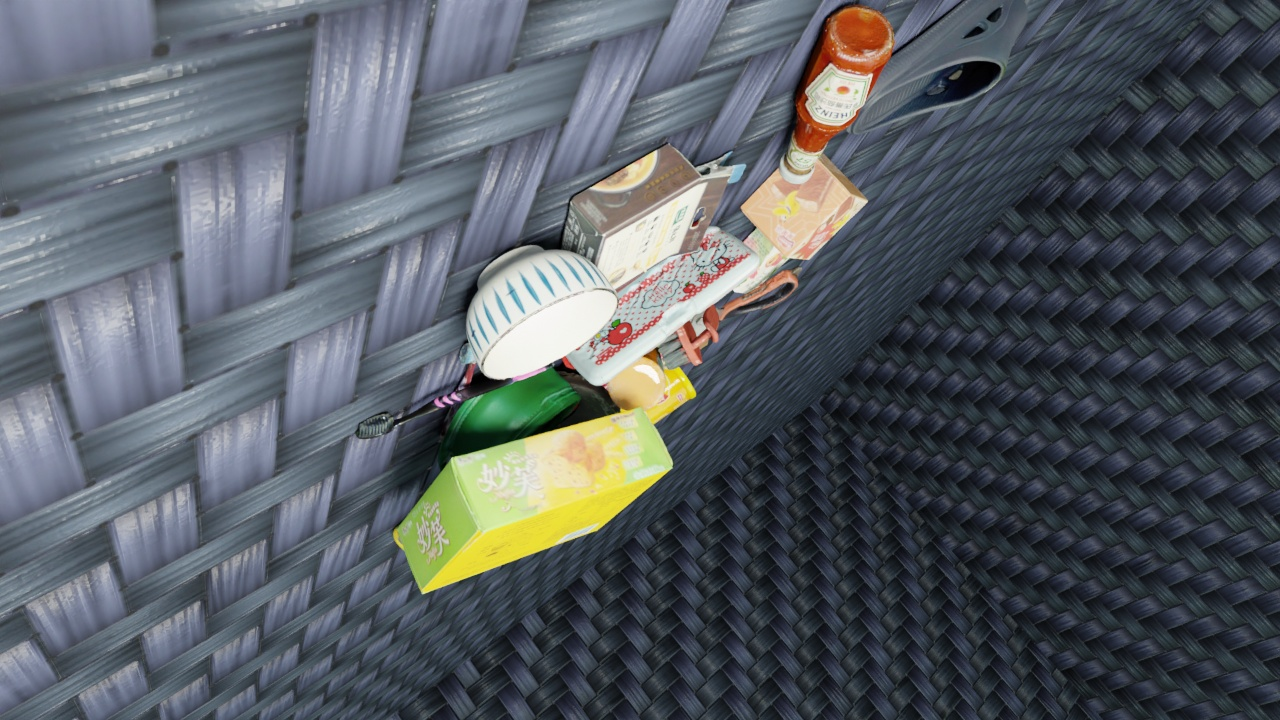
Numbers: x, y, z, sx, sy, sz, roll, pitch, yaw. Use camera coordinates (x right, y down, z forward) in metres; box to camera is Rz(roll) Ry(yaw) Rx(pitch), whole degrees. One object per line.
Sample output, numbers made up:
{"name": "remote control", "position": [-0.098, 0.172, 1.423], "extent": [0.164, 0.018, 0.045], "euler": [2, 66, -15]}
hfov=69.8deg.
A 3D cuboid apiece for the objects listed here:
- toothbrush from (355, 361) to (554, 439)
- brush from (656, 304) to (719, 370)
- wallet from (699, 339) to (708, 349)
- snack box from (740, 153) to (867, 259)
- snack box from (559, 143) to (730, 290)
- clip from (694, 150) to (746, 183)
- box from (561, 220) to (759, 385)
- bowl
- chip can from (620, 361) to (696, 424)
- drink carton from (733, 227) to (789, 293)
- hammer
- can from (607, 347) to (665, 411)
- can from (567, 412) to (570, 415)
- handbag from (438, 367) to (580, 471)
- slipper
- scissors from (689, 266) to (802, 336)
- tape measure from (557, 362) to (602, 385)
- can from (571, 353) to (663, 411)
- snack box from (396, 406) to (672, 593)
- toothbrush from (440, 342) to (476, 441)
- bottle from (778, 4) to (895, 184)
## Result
{"name": "toothbrush", "position": [-0.156, 0.030, 0.798], "extent": [0.188, 0.014, 0.018], "euler": [-21, 150, -28]}
{"name": "brush", "position": [0.050, -0.036, 0.977], "extent": [0.069, 0.063, 0.145], "euler": [-26, -163, 8]}
{"name": "wallet", "position": [0.049, -0.017, 1.262], "extent": [0.115, 0.020, 0.101], "euler": [-35, 164, -10]}
{"name": "snack box", "position": [0.178, -0.169, 0.993], "extent": [0.094, 0.077, 0.092], "euler": [-45, 166, 21]}
{"name": "snack box", "position": [-0.002, -0.109, 0.746], "extent": [0.125, 0.053, 0.113], "euler": [-35, 165, -25]}
{"name": "clip", "position": [0.064, -0.167, 0.817], "extent": [0.058, 0.043, 0.027], "euler": [-27, 163, -33]}
{"name": "box", "position": [0.007, -0.059, 0.897], "extent": [0.201, 0.074, 0.154], "euler": [-38, -164, -8]}
{"name": "bowl", "position": [-0.082, -0.044, 0.691], "extent": [0.116, 0.066, 0.116], "euler": [-29, 164, -9]}
{"name": "chip can", "position": [-0.032, 0.078, 1.199], "extent": [0.213, 0.072, 0.072], "euler": [-36, 166, -4]}
{"name": "drink carton", "position": [0.152, -0.136, 1.094], "extent": [0.123, 0.045, 0.053], "euler": [-47, 156, 23]}
{"name": "hammer", "position": [-0.155, 0.122, 1.002], "extent": [0.324, 0.126, 0.031], "euler": [-35, -170, 23]}
{"name": "can", "position": [-0.006, 0.006, 0.961], "extent": [0.058, 0.058, 0.146], "euler": [-43, -168, 9]}
{"name": "can", "position": [-0.107, 0.105, 1.050], "extent": [0.083, 0.102, 0.057], "euler": [-46, 166, 32]}
{"name": "handbag", "position": [-0.125, 0.062, 0.882], "extent": [0.120, 0.068, 0.131], "euler": [-53, 172, 31]}
{"name": "slipper", "position": [0.324, -0.301, 0.961], "extent": [0.267, 0.083, 0.111], "euler": [-35, 168, -15]}
{"name": "scissors", "position": [0.088, -0.062, 1.092], "extent": [0.188, 0.015, 0.226], "euler": [-5, 145, -16]}
{"name": "tape measure", "position": [-0.065, 0.014, 1.004], "extent": [0.057, 0.039, 0.057], "euler": [-30, 164, -20]}
{"name": "can", "position": [-0.030, 0.014, 1.064], "extent": [0.132, 0.053, 0.053], "euler": [-40, 167, -3]}
{"name": "snack box", "position": [-0.096, 0.125, 0.836], "extent": [0.209, 0.070, 0.158], "euler": [-12, 157, -39]}
{"name": "toothbrush", "position": [-0.167, 0.033, 0.835], "extent": [0.017, 0.016, 0.188], "euler": [-22, 159, -32]}
{"name": "bottle", "position": [0.163, -0.223, 0.814], "extent": [0.059, 0.060, 0.206], "euler": [-36, 167, -17]}
